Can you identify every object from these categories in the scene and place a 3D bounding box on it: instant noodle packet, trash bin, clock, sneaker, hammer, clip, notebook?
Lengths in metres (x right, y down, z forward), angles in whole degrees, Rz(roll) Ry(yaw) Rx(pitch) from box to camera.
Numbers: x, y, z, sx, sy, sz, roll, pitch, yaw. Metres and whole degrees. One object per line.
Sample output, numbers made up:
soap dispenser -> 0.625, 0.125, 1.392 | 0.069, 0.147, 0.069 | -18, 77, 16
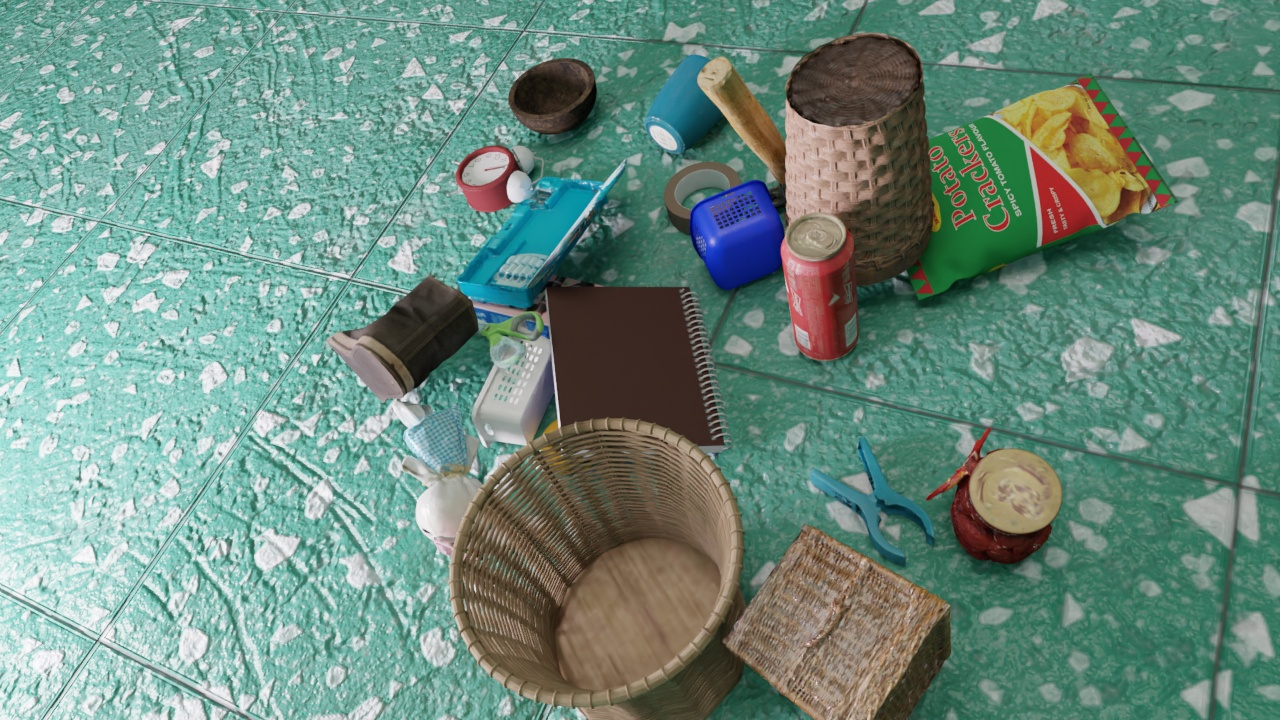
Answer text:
instant noodle packet -> 0.385, -0.185, 0.965 | 0.253, 0.090, 0.195 | -22, 53, 16
trash bin -> 0.205, -0.192, 0.890 | 0.151, 0.210, 0.151 | -9, 56, 13
clock -> -0.187, -0.241, 1.202 | 0.125, 0.044, 0.087 | -8, 55, 12
sneaker -> -0.263, -0.025, 1.005 | 0.119, 0.095, 0.235 | -45, 15, -23
hammer -> 0.125, -0.224, 0.936 | 0.132, 0.330, 0.033 | -30, 72, 16
clip -> 0.204, 0.139, 0.839 | 0.113, 0.028, 0.127 | -41, 55, -11
notebook -> -0.006, 0.006, 0.957 | 0.171, 0.022, 0.208 | -1, 53, -12

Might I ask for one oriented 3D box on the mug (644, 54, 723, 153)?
mug -> 0.051, -0.321, 1.175 | 0.104, 0.084, 0.112 | -54, 31, -15

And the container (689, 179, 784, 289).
container -> 0.109, -0.131, 0.999 | 0.096, 0.114, 0.058 | -22, 62, 0

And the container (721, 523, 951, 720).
container -> 0.154, 0.217, 0.690 | 0.113, 0.198, 0.113 | 32, 77, 30

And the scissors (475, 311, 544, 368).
scissors -> -0.158, -0.035, 0.985 | 0.176, 0.033, 0.072 | 22, 75, 49

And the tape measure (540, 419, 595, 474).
tape measure -> -0.075, 0.087, 0.953 | 0.058, 0.030, 0.068 | -37, 54, -13

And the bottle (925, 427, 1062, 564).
bottle -> 0.300, 0.117, 0.773 | 0.099, 0.111, 0.098 | -5, 67, 11

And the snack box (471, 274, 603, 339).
snack box -> -0.125, -0.064, 1.055 | 0.154, 0.033, 0.087 | 15, 44, 24

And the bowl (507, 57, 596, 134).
bowl -> -0.113, -0.349, 1.247 | 0.121, 0.056, 0.121 | -8, 55, 11

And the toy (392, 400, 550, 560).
toy -> -0.199, 0.125, 0.913 | 0.106, 0.130, 0.205 | -49, 65, 30

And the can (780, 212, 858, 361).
can -> 0.177, -0.068, 0.898 | 0.067, 0.170, 0.067 | -7, 56, 11

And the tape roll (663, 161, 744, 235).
tape roll -> 0.076, -0.195, 1.102 | 0.094, 0.030, 0.093 | -8, 55, 11

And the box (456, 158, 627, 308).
box -> -0.092, -0.153, 1.067 | 0.181, 0.074, 0.226 | -11, 35, 36

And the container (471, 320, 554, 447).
container -> -0.126, 0.030, 0.981 | 0.049, 0.081, 0.129 | 16, 61, 12

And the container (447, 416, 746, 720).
container -> -0.014, 0.194, 0.757 | 0.227, 0.196, 0.226 | -8, 55, 11
